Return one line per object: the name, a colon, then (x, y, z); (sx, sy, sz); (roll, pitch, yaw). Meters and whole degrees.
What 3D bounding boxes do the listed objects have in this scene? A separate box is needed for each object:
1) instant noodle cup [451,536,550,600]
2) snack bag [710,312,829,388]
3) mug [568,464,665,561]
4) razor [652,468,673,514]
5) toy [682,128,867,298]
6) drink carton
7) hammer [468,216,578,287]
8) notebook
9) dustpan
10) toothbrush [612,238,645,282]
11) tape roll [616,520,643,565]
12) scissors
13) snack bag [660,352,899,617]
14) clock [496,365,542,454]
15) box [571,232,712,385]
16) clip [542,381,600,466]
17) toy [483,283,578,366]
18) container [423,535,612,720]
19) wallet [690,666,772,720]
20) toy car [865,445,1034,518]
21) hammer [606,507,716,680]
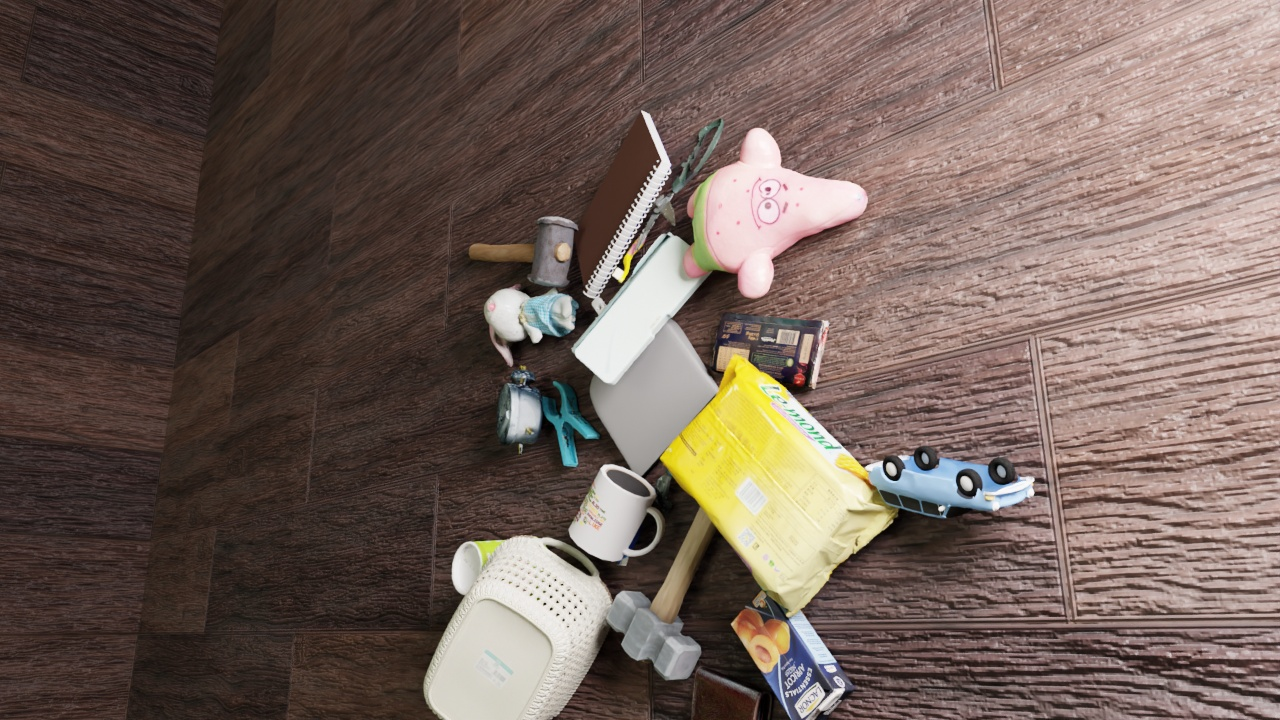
instant noodle cup: (-0.194, 0.287, 1.258); (0.099, 0.107, 0.098); (-15, 68, 43)
snack bag: (0.142, -0.014, 1.039); (0.155, 0.018, 0.074); (10, 86, 49)
mug: (-0.022, 0.191, 1.103); (0.105, 0.073, 0.090); (32, 104, 19)
razor: (0.051, 0.116, 1.102); (0.042, 0.022, 0.144); (45, 112, 43)
toy: (0.140, -0.164, 1.031); (0.237, 0.096, 0.192); (-4, 83, 38)
drink carton: (0.152, 0.299, 0.926); (0.064, 0.040, 0.130); (-56, 46, 22)
hammer: (-0.194, -0.165, 1.412); (0.329, 0.052, 0.098); (9, 90, 57)
notebook: (-0.030, -0.209, 1.230); (0.210, 0.022, 0.171); (-58, 27, 28)
dustpan: (-0.007, 0.007, 1.192); (0.163, 0.033, 0.257); (-50, 56, 25)
toothbrush: (-0.014, -0.135, 1.189); (0.021, 0.016, 0.135); (-55, 7, 34)
tape roll: (-0.035, 0.204, 1.174); (0.093, 0.016, 0.091); (27, 99, 48)
scissors: (0.024, -0.230, 1.208); (0.204, 0.015, 0.201); (18, 75, 58)
snack bag: (0.127, 0.124, 0.947); (0.160, 0.068, 0.247); (-52, 55, 15)
clock: (-0.177, 0.066, 1.327); (0.090, 0.052, 0.129); (121, 146, -49)
box: (-0.005, -0.069, 1.160); (0.197, 0.075, 0.125); (-49, 20, 2)
clip: (-0.110, 0.093, 1.284); (0.113, 0.028, 0.126); (-42, 52, 30)
toy: (-0.169, -0.060, 1.332); (0.206, 0.105, 0.131); (-1, 82, 49)
container: (-0.156, 0.354, 1.135); (0.184, 0.142, 0.246); (30, 106, 10)
wallet: (0.090, 0.399, 0.976); (0.100, 0.031, 0.120); (1, 81, 51)
toy car: (0.274, 0.112, 0.821); (0.154, 0.056, 0.055); (5, 104, 59)
hammer: (0.068, 0.198, 1.044); (0.117, 0.051, 0.323); (32, 101, 44)
